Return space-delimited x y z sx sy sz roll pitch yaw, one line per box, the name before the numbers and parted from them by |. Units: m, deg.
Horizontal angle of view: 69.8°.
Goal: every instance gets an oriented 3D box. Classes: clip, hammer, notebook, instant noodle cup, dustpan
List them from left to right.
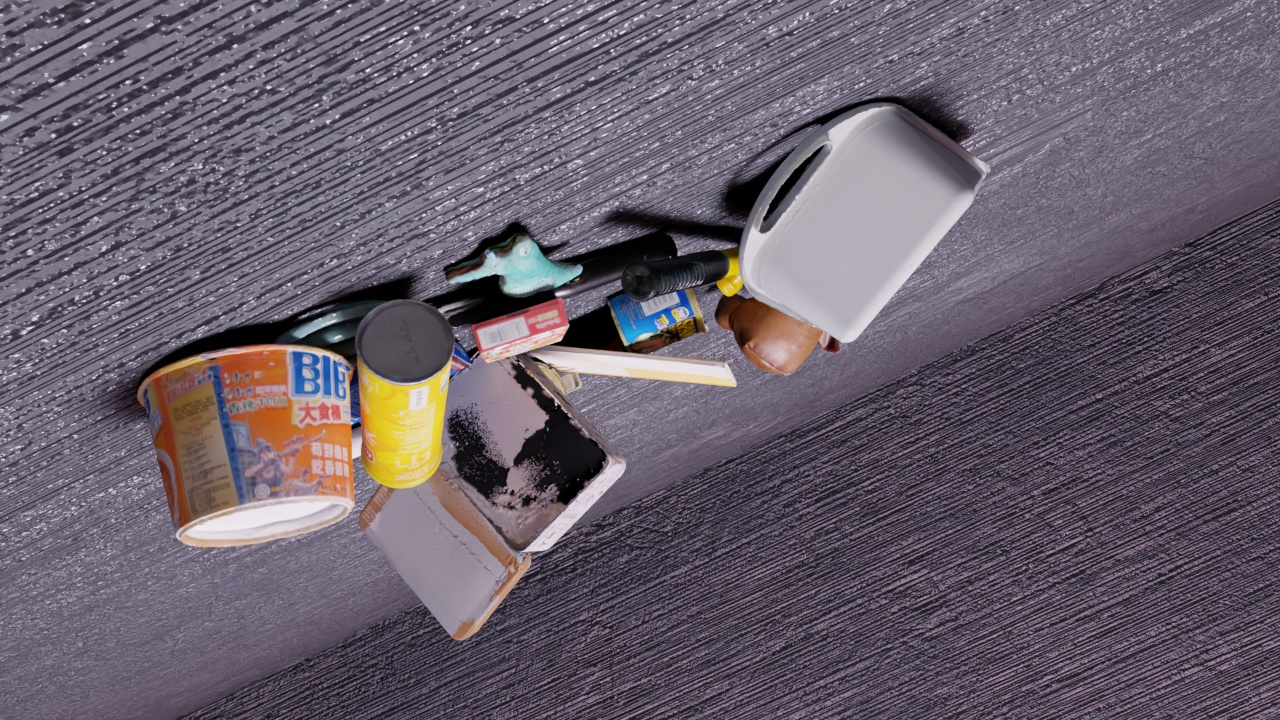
instant noodle cup | -0.280 0.067 0.674 0.151 0.111 0.151 -13 163 -4
clip | -0.112 0.040 1.061 0.096 0.035 0.101 -16 175 -12
notebook | -0.006 0.006 0.973 0.206 0.010 0.146 5 172 11
hammer | 0.069 -0.088 0.837 0.129 0.033 0.299 -37 172 30
dustpan | 0.196 -0.128 0.840 0.223 0.142 0.257 -52 174 19

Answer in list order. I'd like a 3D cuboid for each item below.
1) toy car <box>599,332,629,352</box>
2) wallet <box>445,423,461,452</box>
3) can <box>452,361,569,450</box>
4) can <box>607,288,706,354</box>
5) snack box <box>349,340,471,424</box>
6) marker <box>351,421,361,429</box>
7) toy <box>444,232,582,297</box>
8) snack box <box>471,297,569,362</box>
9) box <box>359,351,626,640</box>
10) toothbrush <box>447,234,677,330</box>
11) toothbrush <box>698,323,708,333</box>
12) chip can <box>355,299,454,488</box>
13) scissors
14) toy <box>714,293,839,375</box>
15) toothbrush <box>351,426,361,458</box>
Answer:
toy car | -0.017 -0.017 1.046 0.049 0.031 0.107 -13 170 -33
wallet | -0.219 0.098 1.116 0.130 0.037 0.106 -36 164 38
can | -0.141 0.057 1.001 0.111 0.075 0.075 -29 167 26
can | 0.017 -0.046 0.944 0.083 0.057 0.102 -23 166 3
snack box | -0.235 0.020 0.805 0.157 0.026 0.084 -26 165 3
marker | -0.288 0.070 0.915 0.020 0.022 0.132 -16 165 -11
toy | -0.098 -0.072 0.704 0.096 0.030 0.092 -18 162 2
snack box | -0.103 -0.024 0.791 0.075 0.025 0.153 -17 180 -8
box | -0.160 0.133 0.906 0.261 0.178 0.102 -45 164 4
toothbrush | -0.064 -0.064 0.773 0.212 0.026 0.027 -22 179 -23
toothbrush | 0.051 -0.044 1.092 0.016 0.017 0.187 -30 165 16
chip can | -0.191 0.035 0.738 0.072 0.072 0.214 -19 160 -23
scissors | -0.195 -0.034 0.698 0.185 0.019 0.129 -25 167 -7
toy | 0.187 -0.078 1.001 0.140 0.130 0.200 30 121 -27
toothbrush | -0.245 0.067 0.905 0.027 0.026 0.220 15 -157 32
